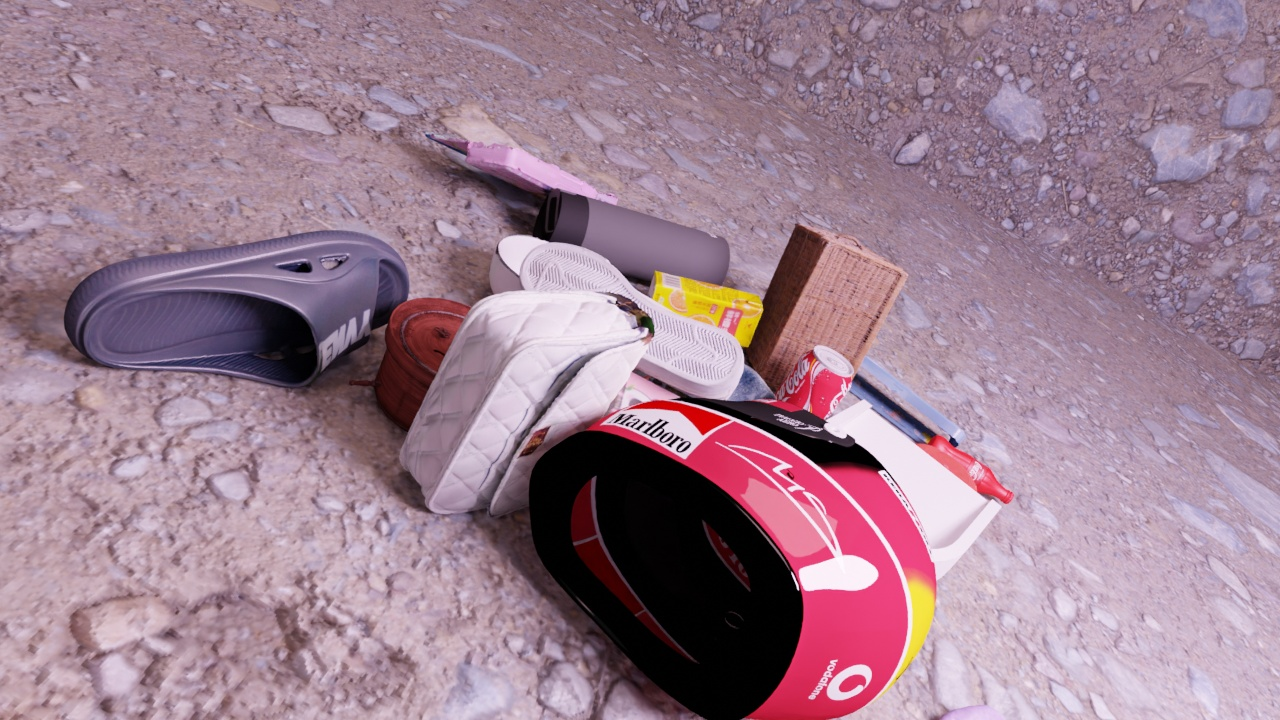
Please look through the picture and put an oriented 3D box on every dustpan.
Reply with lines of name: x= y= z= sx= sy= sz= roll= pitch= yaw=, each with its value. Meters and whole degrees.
dustpan: x=0.257 y=0.130 z=0.948 sx=0.191 sy=0.053 sz=0.257 roll=41 pitch=40 yaw=21

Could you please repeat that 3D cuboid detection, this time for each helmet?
helmet: x=0.085 y=0.132 z=0.678 sx=0.271 sy=0.198 sz=0.224 roll=36 pitch=27 yaw=28

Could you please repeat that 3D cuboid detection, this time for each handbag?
handbag: x=-0.083 y=0.038 z=0.677 sx=0.138 sy=0.195 sz=0.072 roll=-5 pitch=49 yaw=-42

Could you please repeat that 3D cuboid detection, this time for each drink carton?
drink carton: x=0.075 y=-0.062 z=1.109 sx=0.134 sy=0.059 sz=0.042 roll=12 pitch=31 yaw=-8

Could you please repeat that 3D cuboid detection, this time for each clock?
clock: x=-0.157 y=0.007 z=0.782 sx=0.120 sy=0.072 sz=0.157 roll=36 pitch=29 yaw=11

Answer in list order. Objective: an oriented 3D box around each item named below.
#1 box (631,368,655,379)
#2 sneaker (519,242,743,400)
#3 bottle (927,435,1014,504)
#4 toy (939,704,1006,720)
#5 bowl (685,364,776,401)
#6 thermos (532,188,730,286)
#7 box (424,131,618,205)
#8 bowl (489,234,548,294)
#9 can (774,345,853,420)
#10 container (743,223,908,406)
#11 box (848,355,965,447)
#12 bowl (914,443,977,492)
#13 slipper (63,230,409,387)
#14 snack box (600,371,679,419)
box: x=-0.004 y=0.011 z=0.960 sx=0.064 sy=0.056 sz=0.187 roll=38 pitch=31 yaw=25
sneaker: x=-0.013 y=-0.027 z=0.890 sx=0.242 sy=0.091 sz=0.089 roll=29 pitch=71 yaw=14
bottle: x=0.413 y=0.140 z=1.152 sx=0.119 sy=0.036 sz=0.036 roll=34 pitch=28 yaw=7
toy: x=0.284 y=0.321 z=0.731 sx=0.080 sy=0.037 sz=0.099 roll=3 pitch=32 yaw=-25
bowl: x=0.088 y=0.042 z=0.980 sx=0.110 sy=0.055 sz=0.110 roll=23 pitch=28 yaw=-13
thermos: x=-0.010 y=-0.146 z=1.154 sx=0.240 sy=0.082 sz=0.082 roll=12 pitch=33 yaw=-26
box: x=-0.152 y=-0.237 z=1.182 sx=0.159 sy=0.035 sz=0.230 roll=17 pitch=2 yaw=32
bowl: x=-0.111 y=-0.077 z=0.974 sx=0.113 sy=0.063 sz=0.113 roll=23 pitch=28 yaw=-14
can: x=0.188 y=0.040 z=1.026 sx=0.064 sy=0.105 sz=0.064 roll=23 pitch=29 yaw=-14
container: x=0.216 y=-0.059 z=1.120 sx=0.113 sy=0.199 sz=0.112 roll=18 pitch=19 yaw=-17
box: x=0.332 y=0.058 z=1.230 sx=0.210 sy=0.059 sz=0.068 roll=41 pitch=0 yaw=15
bowl: x=0.347 y=0.140 z=1.078 sx=0.130 sy=0.045 sz=0.130 roll=23 pitch=28 yaw=-13
slipper: x=-0.278 y=-0.032 z=0.697 sx=0.267 sy=0.111 sz=0.083 roll=-13 pitch=53 yaw=-48
snack box: x=0.005 y=0.067 z=0.848 sx=0.154 sy=0.033 sz=0.087 roll=27 pitch=55 yaw=-5
